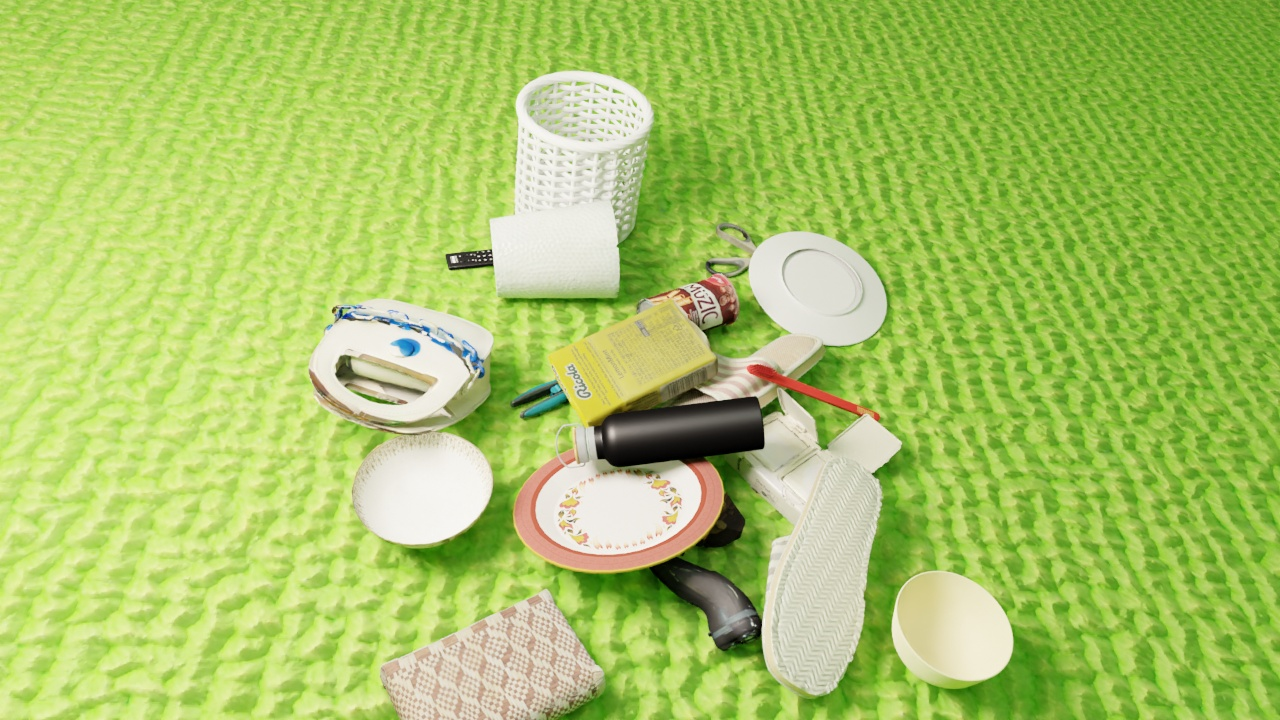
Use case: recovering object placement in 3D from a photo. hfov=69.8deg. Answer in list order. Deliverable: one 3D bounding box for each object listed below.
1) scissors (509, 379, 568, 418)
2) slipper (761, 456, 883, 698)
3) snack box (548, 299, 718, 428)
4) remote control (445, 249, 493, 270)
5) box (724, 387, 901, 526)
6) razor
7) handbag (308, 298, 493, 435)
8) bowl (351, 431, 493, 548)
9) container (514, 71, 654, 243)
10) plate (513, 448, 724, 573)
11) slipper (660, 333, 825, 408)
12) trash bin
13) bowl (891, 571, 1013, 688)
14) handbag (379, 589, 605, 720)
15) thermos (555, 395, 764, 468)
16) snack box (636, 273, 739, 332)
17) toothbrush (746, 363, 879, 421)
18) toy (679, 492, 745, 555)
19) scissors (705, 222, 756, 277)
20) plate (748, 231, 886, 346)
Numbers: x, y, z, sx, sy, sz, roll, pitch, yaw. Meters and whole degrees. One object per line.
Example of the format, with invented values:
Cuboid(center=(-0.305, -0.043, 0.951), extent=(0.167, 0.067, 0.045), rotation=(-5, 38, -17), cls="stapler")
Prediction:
Cuboid(center=(-0.096, 0.030, 1.145), extent=(0.139, 0.019, 0.135), rotation=(15, 47, 6), cls="scissors")
Cuboid(center=(0.193, 0.222, 0.972), extent=(0.114, 0.054, 0.271), rotation=(32, 55, -12), cls="slipper")
Cuboid(center=(-0.007, 0.007, 1.113), extent=(0.180, 0.045, 0.121), rotation=(-26, 53, -11), cls="snack box")
Cuboid(center=(-0.203, -0.146, 1.296), extent=(0.140, 0.009, 0.030), rotation=(-8, 49, -17), cls="remote control")
Cuboid(center=(0.214, 0.089, 1.087), extent=(0.183, 0.099, 0.143), rotation=(-30, 59, -31), cls="box")
Cuboid(center=(0.062, 0.247, 0.953), extent=(0.140, 0.053, 0.063), rotation=(30, 76, 24), cls="razor")
Cuboid(center=(-0.276, 0.005, 1.051), extent=(0.201, 0.093, 0.199), rotation=(15, 29, 6), cls="handbag")
Cuboid(center=(-0.230, 0.150, 0.980), extent=(0.145, 0.063, 0.145), rotation=(4, 47, -5), cls="bowl")
Cuboid(center=(-0.086, -0.285, 1.322), extent=(0.189, 0.187, 0.189), rotation=(5, 47, -5), cls="container")
Cuboid(center=(-0.023, 0.157, 1.002), extent=(0.230, 0.021, 0.229), rotation=(-5, 30, 3), cls="plate")
Cuboid(center=(0.129, 0.014, 1.153), extent=(0.262, 0.052, 0.115), rotation=(-28, 26, -34), cls="slipper")
Cuboid(center=(-0.117, -0.143, 1.232), extent=(0.161, 0.133, 0.133), rotation=(-6, 49, -8), cls="trash bin")
Cuboid(center=(0.307, 0.286, 0.938), extent=(0.118, 0.074, 0.117), rotation=(5, 47, -5), cls="bowl")
Cuboid(center=(-0.139, 0.304, 0.866), extent=(0.185, 0.047, 0.124), rotation=(-20, 46, -26), cls="handbag")
Cuboid(center=(0.020, 0.084, 1.032), extent=(0.231, 0.061, 0.061), rotation=(-7, 48, 0), cls="thermos")
Cuboid(center=(0.063, -0.066, 1.225), extent=(0.121, 0.072, 0.072), rotation=(-20, 54, -25), cls="snack box")
Cuboid(center=(0.219, 0.040, 1.129), extent=(0.212, 0.018, 0.012), rotation=(20, 68, -26), cls="toothbrush")
Cuboid(center=(0.070, 0.181, 0.999), extent=(0.076, 0.063, 0.099), rotation=(17, 26, 30), cls="toy")
Cuboid(center=(0.165, -0.155, 1.365), extent=(0.157, 0.013, 0.171), rotation=(-24, 55, -26), cls="scissors")
Cuboid(center=(0.257, -0.110, 1.314), extent=(0.208, 0.015, 0.208), rotation=(7, 54, -10), cls="plate")
